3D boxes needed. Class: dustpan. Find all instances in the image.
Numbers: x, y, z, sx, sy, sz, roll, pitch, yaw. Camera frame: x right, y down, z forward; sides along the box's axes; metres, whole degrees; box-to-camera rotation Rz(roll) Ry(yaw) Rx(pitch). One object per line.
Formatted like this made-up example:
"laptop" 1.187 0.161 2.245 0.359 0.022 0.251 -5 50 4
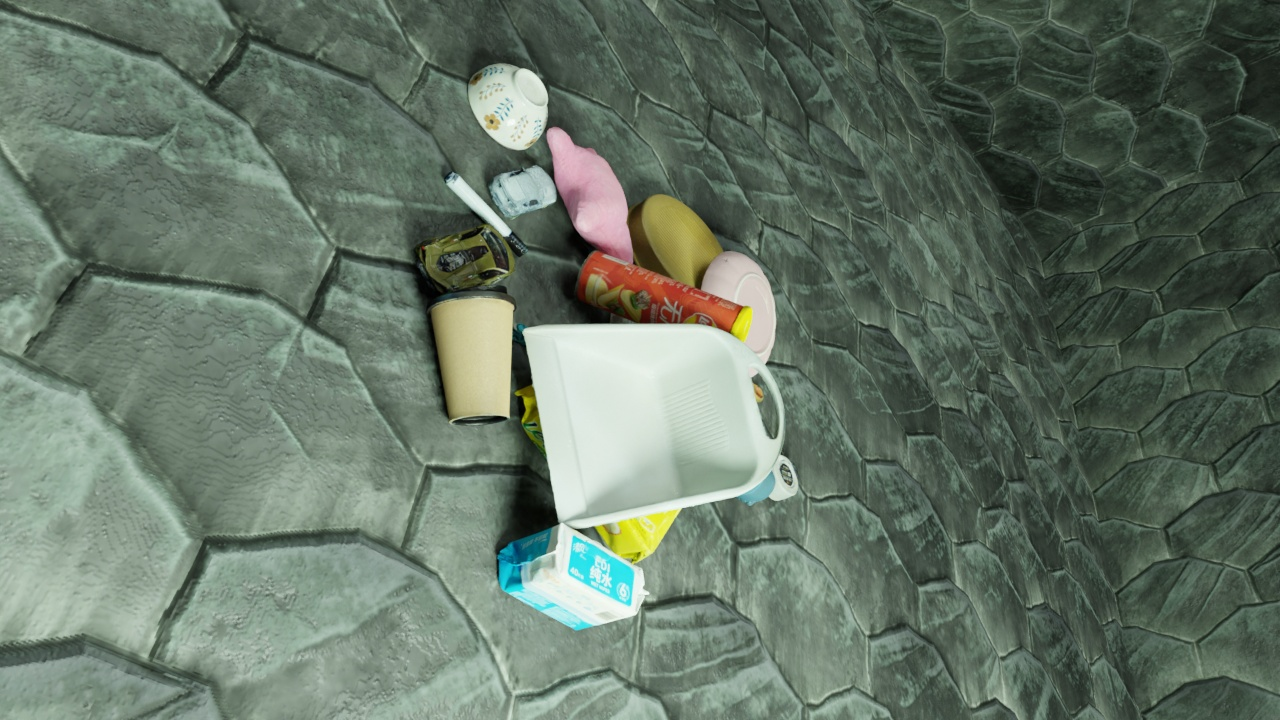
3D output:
"dustpan" 0.031 0.054 0.998 0.257 0.143 0.222 10 61 -50

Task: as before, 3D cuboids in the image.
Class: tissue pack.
"tissue pack" -0.068 0.219 0.928 0.140 0.090 0.063 38 44 -32

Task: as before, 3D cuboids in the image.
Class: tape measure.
"tape measure" 0.204 0.173 1.362 0.065 0.034 0.065 38 40 -30

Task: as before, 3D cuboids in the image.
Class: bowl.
"bowl" -0.160 -0.334 1.179 0.113 0.062 0.113 28 50 -40

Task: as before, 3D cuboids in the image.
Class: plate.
"plate" 0.152 -0.065 1.336 0.192 0.039 0.192 5 84 -53

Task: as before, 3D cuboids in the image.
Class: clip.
"clip" -0.129 -0.026 1.062 0.057 0.046 0.014 32 44 -43

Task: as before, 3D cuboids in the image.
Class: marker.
"marker" -0.181 -0.172 1.085 0.130 0.018 0.022 45 20 -27

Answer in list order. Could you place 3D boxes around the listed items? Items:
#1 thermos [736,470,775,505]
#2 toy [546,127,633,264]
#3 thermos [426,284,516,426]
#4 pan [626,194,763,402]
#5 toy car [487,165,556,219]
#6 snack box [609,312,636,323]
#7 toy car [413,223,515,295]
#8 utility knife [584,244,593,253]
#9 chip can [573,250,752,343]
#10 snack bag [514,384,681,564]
"thermos" 0.108 0.125 1.219 0.220 0.070 0.070 39 42 -44
"toy" -0.056 -0.207 1.221 0.178 0.075 0.194 17 50 -65
"thermos" -0.170 -0.008 0.944 0.093 0.093 0.143 8 70 -50
"pan" 0.096 -0.087 1.372 0.357 0.078 0.197 50 34 -10
"toy car" -0.143 -0.213 1.148 0.054 0.037 0.120 61 32 -4
"snack box" -0.007 0.007 1.194 0.084 0.027 0.156 35 44 -36
"toy car" -0.190 -0.113 1.021 0.070 0.042 0.157 62 32 -5
"utility knife" -0.022 -0.096 1.219 0.160 0.013 0.029 49 17 7
"chip can" 0.028 -0.070 1.139 0.217 0.073 0.073 23 34 14
"snack bag" -0.037 0.103 1.059 0.246 0.068 0.157 57 36 -11
